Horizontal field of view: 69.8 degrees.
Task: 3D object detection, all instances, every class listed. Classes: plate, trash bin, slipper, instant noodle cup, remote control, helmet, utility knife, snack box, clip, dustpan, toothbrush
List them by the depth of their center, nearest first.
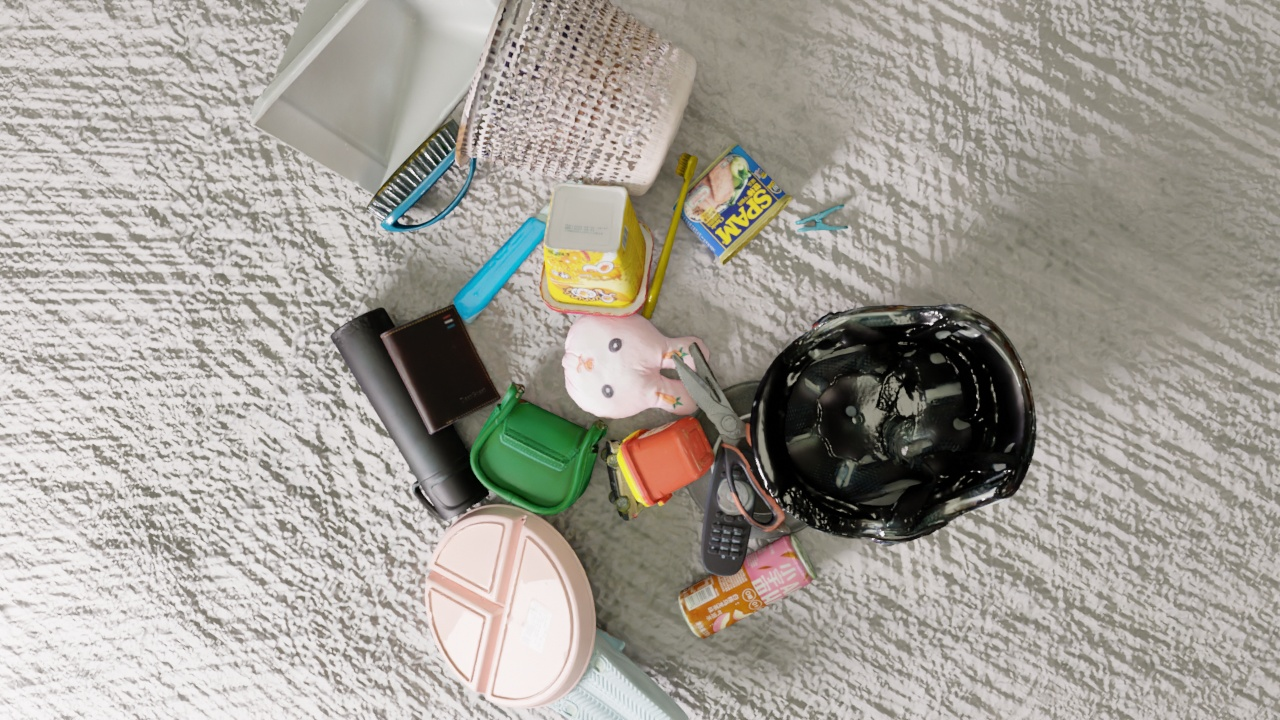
[{"bbox_3d":[-0.057,-0.267,0.917,0.192,0.227,0.227,20,97,-8],"label":"trash bin"},{"bbox_3d":[-0.228,-0.307,0.921,0.143,0.222,0.257,14,86,17],"label":"dustpan"},{"bbox_3d":[0.240,0.058,0.923,0.274,0.157,0.230,-17,88,1],"label":"helmet"},{"bbox_3d":[-0.049,-0.117,0.945,0.116,0.124,0.116,5,70,6],"label":"instant noodle cup"},{"bbox_3d":[0.027,-0.128,0.970,0.016,0.015,0.190,30,123,23],"label":"toothbrush"},{"bbox_3d":[0.031,0.105,0.981,0.080,0.091,0.082,-25,90,19],"label":"snack box"},{"bbox_3d":[0.194,-0.150,0.986,0.055,0.013,0.038,-10,93,6],"label":"clip"},{"bbox_3d":[0.095,0.163,0.991,0.053,0.024,0.136,10,86,-1],"label":"remote control"},{"bbox_3d":[0.134,0.111,1.010,0.179,0.024,0.179,1,95,6],"label":"plate"},{"bbox_3d":[-0.152,0.274,1.011,0.230,0.028,0.229,2,95,29],"label":"plate"},{"bbox_3d":[-0.043,0.354,1.021,0.245,0.074,0.104,31,106,20],"label":"slipper"},{"bbox_3d":[-0.132,-0.129,1.021,0.034,0.018,0.216,42,98,-8],"label":"utility knife"}]

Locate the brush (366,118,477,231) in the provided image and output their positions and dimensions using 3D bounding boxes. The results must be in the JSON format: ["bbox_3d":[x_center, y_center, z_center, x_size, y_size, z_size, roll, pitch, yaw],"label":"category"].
[{"bbox_3d":[-0.232,-0.194,1.011,0.144,0.055,0.073,-43,104,7],"label":"brush"}]

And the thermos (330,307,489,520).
[{"bbox_3d":[-0.265,0.066,1.032,0.090,0.068,0.242,-28,92,27],"label":"thermos"}]

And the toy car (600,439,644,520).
[{"bbox_3d":[-0.020,0.131,1.020,0.035,0.042,0.090,-15,98,-15],"label":"toy car"}]

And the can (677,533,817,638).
[{"bbox_3d":[0.116,0.247,1.006,0.147,0.058,0.058,-30,91,8],"label":"can"}]

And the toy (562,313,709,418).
[{"bbox_3d":[-0.006,0.006,1.004,0.159,0.054,0.121,7,96,-1],"label":"toy"}]

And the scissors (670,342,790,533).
[{"bbox_3d":[0.113,0.076,0.979,0.204,0.015,0.202,9,83,-5],"label":"scissors"}]

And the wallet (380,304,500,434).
[{"bbox_3d":[-0.220,0.008,1.017,0.096,0.020,0.122,-28,92,-37],"label":"wallet"}]

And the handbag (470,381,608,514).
[{"bbox_3d":[-0.113,0.099,1.013,0.131,0.068,0.120,24,99,5],"label":"handbag"}]

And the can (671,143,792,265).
[{"bbox_3d":[0.095,-0.166,0.974,0.102,0.057,0.083,-44,87,8],"label":"can"}]
